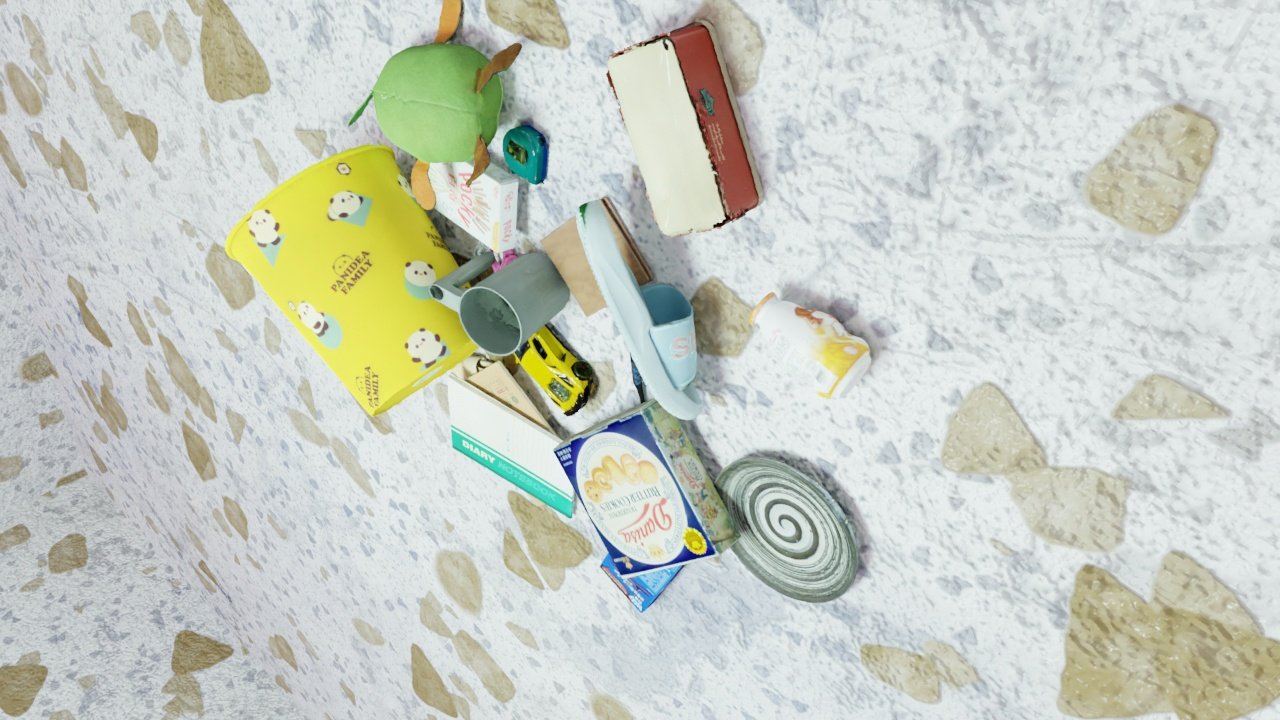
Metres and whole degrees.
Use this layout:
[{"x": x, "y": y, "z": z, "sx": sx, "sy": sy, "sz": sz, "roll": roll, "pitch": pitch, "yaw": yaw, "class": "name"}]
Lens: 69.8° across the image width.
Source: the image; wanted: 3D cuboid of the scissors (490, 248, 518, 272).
[{"x": -0.170, "y": -0.085, "z": 1.113, "sx": 0.057, "sy": 0.017, "sz": 0.134, "roll": 36, "pitch": 135, "yaw": 11, "class": "scissors"}]

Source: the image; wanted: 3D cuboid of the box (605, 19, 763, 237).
[{"x": 0.033, "y": -0.195, "z": 0.797, "sx": 0.091, "sy": 0.076, "sz": 0.168, "roll": -3, "pitch": 113, "yaw": 45, "class": "box"}]

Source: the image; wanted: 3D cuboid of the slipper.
[{"x": 0.010, "y": -0.053, "z": 0.904, "sx": 0.104, "sy": 0.074, "sz": 0.245, "roll": -111, "pitch": -6, "yaw": -62, "class": "slipper"}]

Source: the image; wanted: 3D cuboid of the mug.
[{"x": -0.155, "y": -0.075, "z": 1.026, "sx": 0.124, "sy": 0.103, "sz": 0.084, "roll": 29, "pitch": 131, "yaw": 14, "class": "mug"}]

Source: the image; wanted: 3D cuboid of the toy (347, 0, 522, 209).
[{"x": -0.212, "y": -0.272, "z": 0.973, "sx": 0.247, "sy": 0.089, "sz": 0.227, "roll": 24, "pitch": 105, "yaw": 41, "class": "toy"}]

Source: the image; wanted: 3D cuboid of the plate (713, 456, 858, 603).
[{"x": 0.154, "y": 0.175, "z": 0.967, "sx": 0.179, "sy": 0.024, "sz": 0.180, "roll": 26, "pitch": 133, "yaw": 32, "class": "plate"}]

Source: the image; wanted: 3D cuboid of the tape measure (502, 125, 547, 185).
[{"x": -0.123, "y": -0.220, "z": 0.972, "sx": 0.054, "sy": 0.025, "sz": 0.058, "roll": 32, "pitch": 134, "yaw": 24, "class": "tape measure"}]

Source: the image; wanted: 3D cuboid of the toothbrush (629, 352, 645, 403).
[{"x": -0.006, "y": 0.006, "z": 1.008, "sx": 0.014, "sy": 0.016, "sz": 0.190, "roll": 18, "pitch": 131, "yaw": 31, "class": "toothbrush"}]

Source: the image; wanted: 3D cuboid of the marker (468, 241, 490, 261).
[{"x": -0.180, "y": -0.143, "z": 1.086, "sx": 0.017, "sy": 0.016, "sz": 0.146, "roll": 52, "pitch": 140, "yaw": 5, "class": "marker"}]

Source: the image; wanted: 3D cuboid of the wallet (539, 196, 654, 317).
[{"x": -0.048, "y": -0.109, "z": 0.979, "sx": 0.116, "sy": 0.020, "sz": 0.101, "roll": -27, "pitch": 98, "yaw": 47, "class": "wallet"}]

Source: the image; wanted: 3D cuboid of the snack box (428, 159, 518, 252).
[{"x": -0.197, "y": -0.194, "z": 1.044, "sx": 0.157, "sy": 0.026, "sz": 0.085, "roll": 36, "pitch": 134, "yaw": 34, "class": "snack box"}]

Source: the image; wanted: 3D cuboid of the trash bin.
[{"x": -0.320, "y": -0.088, "z": 1.104, "sx": 0.255, "sy": 0.228, "sz": 0.230, "roll": 54, "pitch": 140, "yaw": -2, "class": "trash bin"}]

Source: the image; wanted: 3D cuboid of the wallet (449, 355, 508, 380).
[{"x": -0.214, "y": 0.033, "z": 1.232, "sx": 0.115, "sy": 0.024, "sz": 0.087, "roll": 16, "pitch": 124, "yaw": 38, "class": "wallet"}]

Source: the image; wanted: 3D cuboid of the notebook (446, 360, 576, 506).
[{"x": -0.161, "y": 0.102, "z": 1.216, "sx": 0.148, "sy": 0.008, "sz": 0.207, "roll": -24, "pitch": 106, "yaw": 49, "class": "notebook"}]

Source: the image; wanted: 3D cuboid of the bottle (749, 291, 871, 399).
[{"x": 0.148, "y": -0.016, "z": 0.813, "sx": 0.108, "sy": 0.063, "sz": 0.063, "roll": 39, "pitch": 137, "yaw": 18, "class": "bottle"}]

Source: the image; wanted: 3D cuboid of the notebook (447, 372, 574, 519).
[{"x": -0.172, "y": 0.116, "z": 1.222, "sx": 0.209, "sy": 0.012, "sz": 0.151, "roll": 28, "pitch": 139, "yaw": 19, "class": "notebook"}]

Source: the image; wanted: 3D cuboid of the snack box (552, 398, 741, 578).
[{"x": 0.002, "y": 0.149, "z": 1.047, "sx": 0.178, "sy": 0.045, "sz": 0.182, "roll": -28, "pitch": 91, "yaw": 48, "class": "snack box"}]

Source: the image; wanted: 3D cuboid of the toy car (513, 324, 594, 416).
[{"x": -0.116, "y": -0.003, "z": 1.099, "sx": 0.156, "sy": 0.041, "sz": 0.071, "roll": 51, "pitch": 139, "yaw": 8, "class": "toy car"}]

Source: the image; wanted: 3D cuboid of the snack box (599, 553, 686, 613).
[{"x": 0.007, "y": 0.250, "z": 1.158, "sx": 0.084, "sy": 0.026, "sz": 0.158, "roll": 45, "pitch": 138, "yaw": 15, "class": "snack box"}]
